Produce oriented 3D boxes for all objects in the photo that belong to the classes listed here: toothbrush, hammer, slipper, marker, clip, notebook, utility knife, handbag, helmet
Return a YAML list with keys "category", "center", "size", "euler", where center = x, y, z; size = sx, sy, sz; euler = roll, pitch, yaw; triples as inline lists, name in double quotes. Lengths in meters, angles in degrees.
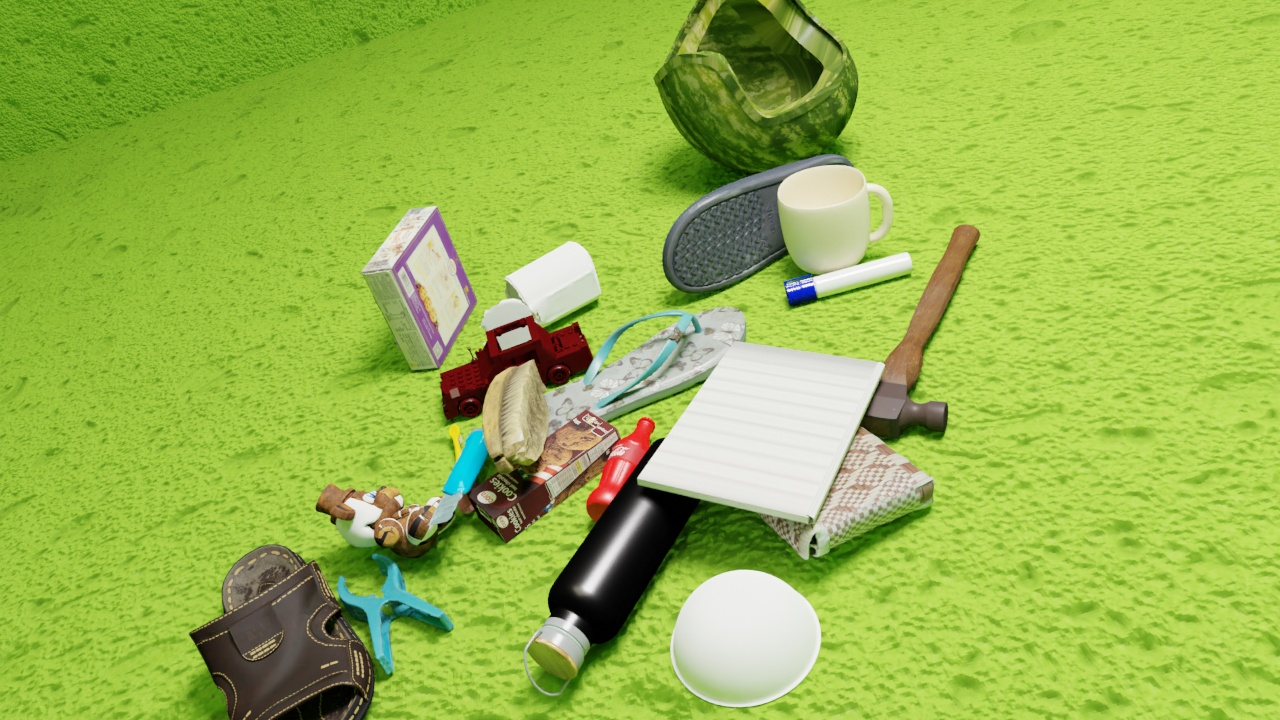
- category: "toothbrush"
  center: [-0.176, 0.108, 0.905]
  size: [0.021, 0.016, 0.135]
  euler: [-19, 36, -5]
- category: "hammer"
  center: [0.274, -0.040, 0.889]
  size: [0.115, 0.033, 0.321]
  euler: [9, 42, 31]
- category: "slipper"
  center: [-0.006, 0.005, 0.935]
  size: [0.268, 0.055, 0.098]
  euler: [-29, 38, -13]
- category: "marker"
  center: [0.222, -0.089, 0.982]
  size: [0.133, 0.027, 0.023]
  euler: [-15, 3, 5]
- category: "clip"
  center: [-0.225, 0.215, 0.767]
  size: [0.113, 0.028, 0.127]
  euler: [-25, 33, -18]
- category: "slipper"
  center: [0.129, -0.173, 1.075]
  size: [0.267, 0.111, 0.083]
  euler: [-26, 32, -17]
- category: "notebook"
  center: [0.107, 0.050, 0.767]
  size: [0.143, 0.009, 0.209]
  euler: [9, 37, 26]
- category: "utility knife"
  center: [-0.166, 0.104, 0.860]
  size: [0.031, 0.015, 0.205]
  euler: [-3, 17, 4]
- category: "handbag"
  center: [0.136, 0.087, 0.762]
  size: [0.124, 0.047, 0.186]
  euler: [-21, 34, -18]
- category: "helmet"
  center: [0.153, -0.360, 1.210]
  size: [0.212, 0.247, 0.244]
  euler: [-64, 10, -21]
- category: "slipper"
  center: [-0.295, 0.224, 0.741]
  size: [0.112, 0.076, 0.268]
  euler: [-30, 36, -16]

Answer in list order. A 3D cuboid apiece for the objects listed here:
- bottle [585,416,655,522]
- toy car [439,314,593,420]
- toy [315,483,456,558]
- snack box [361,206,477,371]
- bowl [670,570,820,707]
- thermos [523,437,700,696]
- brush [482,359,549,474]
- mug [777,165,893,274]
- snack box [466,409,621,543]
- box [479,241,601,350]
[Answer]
- category: "bottle"
  center: [-0.013, 0.095, 0.825]
  size: [0.036, 0.036, 0.118]
  euler: [0, 38, 25]
- category: "toy car"
  center: [-0.140, 0.002, 0.991]
  size: [0.170, 0.062, 0.070]
  euler: [-20, 34, -3]
- category: "toy"
  center: [-0.231, 0.140, 0.823]
  size: [0.112, 0.067, 0.087]
  euler: [25, 2, 3]
- category: "snack box"
  center: [-0.259, -0.087, 1.099]
  size: [0.041, 0.143, 0.147]
  euler: [-6, 36, 17]
- category: "bowl"
  center: [0.071, 0.186, 0.655]
  size: [0.110, 0.040, 0.109]
  euler: [-12, 35, 9]
- category: "thermos"
  center: [-0.020, 0.158, 0.718]
  size: [0.061, 0.061, 0.230]
  euler: [7, 42, 32]
- category: "brush"
  center: [-0.116, 0.049, 0.868]
  size: [0.043, 0.059, 0.195]
  euler: [-23, 21, 7]
- category: "mug"
  center: [0.215, -0.148, 1.004]
  size: [0.120, 0.100, 0.096]
  euler: [-6, 38, 15]
- category: "snack box"
  center: [-0.086, 0.105, 0.850]
  size: [0.140, 0.032, 0.051]
  euler: [-35, 38, -23]
- category: "box"
  center: [-0.124, -0.072, 1.074]
  size: [0.165, 0.083, 0.092]
  euler: [-30, 45, -14]
